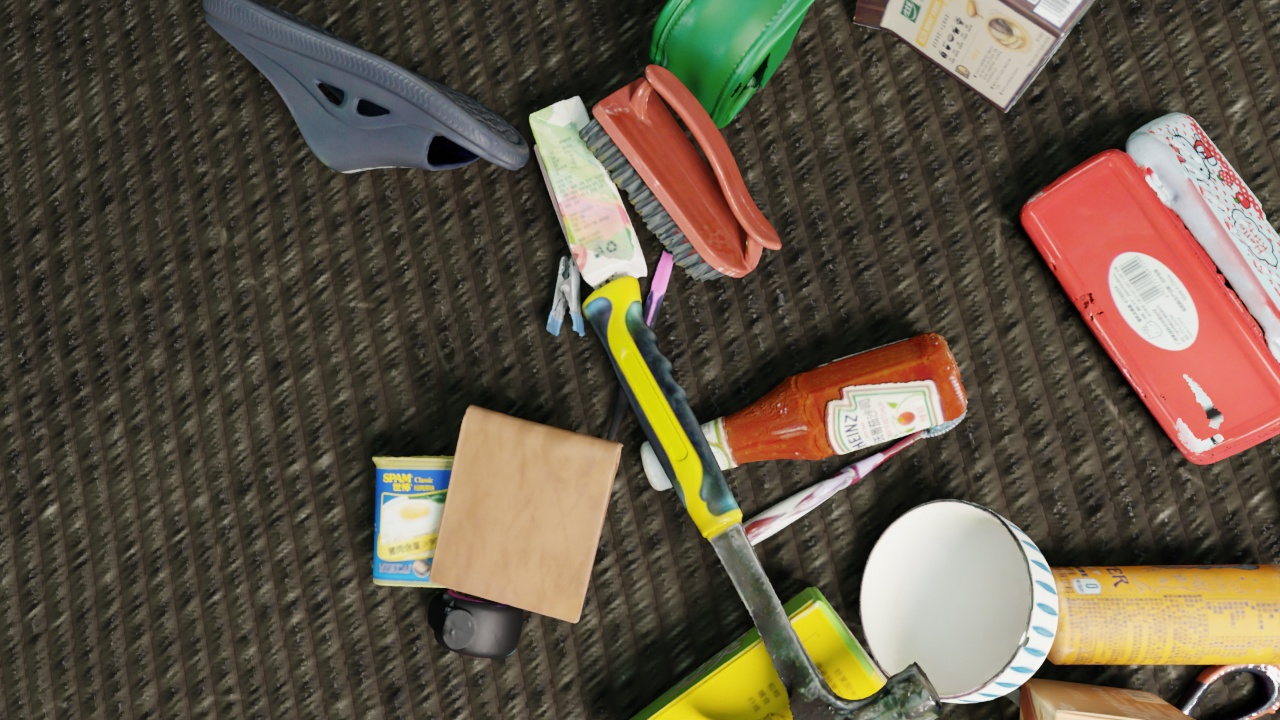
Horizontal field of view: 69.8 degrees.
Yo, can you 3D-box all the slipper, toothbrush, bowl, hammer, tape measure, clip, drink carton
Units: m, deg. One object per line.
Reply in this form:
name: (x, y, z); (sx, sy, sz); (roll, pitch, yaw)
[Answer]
slipper: (-0.197, -0.176, 0.639); (0.268, 0.110, 0.083); (29, 104, 14)
toothbrush: (-0.004, 0.004, 0.633); (0.014, 0.018, 0.189); (16, 82, 8)
bowl: (0.198, 0.147, 0.551); (0.066, 0.117, 0.116); (24, 85, -33)
hammer: (0.039, 0.086, 0.554); (0.126, 0.032, 0.323); (-32, 64, 10)
tape measure: (-0.106, 0.169, 0.601); (0.057, 0.057, 0.039); (13, 85, -23)
toothbrush: (0.132, 0.079, 0.603); (0.187, 0.017, 0.016); (-30, 80, 2)
clip: (-0.051, -0.046, 0.637); (0.043, 0.027, 0.058); (2, 83, 15)
drink carton: (-0.037, -0.111, 0.628); (0.045, 0.053, 0.122); (-21, 80, 4)

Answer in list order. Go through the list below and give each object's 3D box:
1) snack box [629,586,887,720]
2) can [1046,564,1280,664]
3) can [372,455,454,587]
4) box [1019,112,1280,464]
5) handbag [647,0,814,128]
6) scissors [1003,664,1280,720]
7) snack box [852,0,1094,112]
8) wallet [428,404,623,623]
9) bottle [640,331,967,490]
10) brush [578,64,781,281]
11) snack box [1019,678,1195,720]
snack box: (0.108, 0.269, 0.556); (0.158, 0.070, 0.210); (-37, 80, 2)
can: (0.317, 0.152, 0.551); (0.146, 0.058, 0.058); (-2, 83, 6)
can: (-0.127, 0.106, 0.612); (0.102, 0.057, 0.083); (1, 86, 7)
box: (0.349, -0.051, 0.570); (0.154, 0.074, 0.201); (-31, 82, -2)
handbag: (0.066, -0.220, 0.591); (0.068, 0.131, 0.120); (40, 85, 0)
scissors: (0.323, 0.253, 0.561); (0.225, 0.015, 0.189); (-27, 81, 4)
snack box: (0.206, -0.226, 0.581); (0.125, 0.113, 0.053); (40, 88, 9)
wallet: (-0.072, 0.094, 0.568); (0.101, 0.020, 0.115); (14, 92, 8)
bottle: (0.101, 0.039, 0.591); (0.206, 0.059, 0.059); (-19, 81, 11)
brush: (0.031, -0.117, 0.596); (0.069, 0.063, 0.146); (-29, 102, 42)
snack box: (0.261, 0.239, 0.516); (0.077, 0.092, 0.094); (3, 83, 12)
